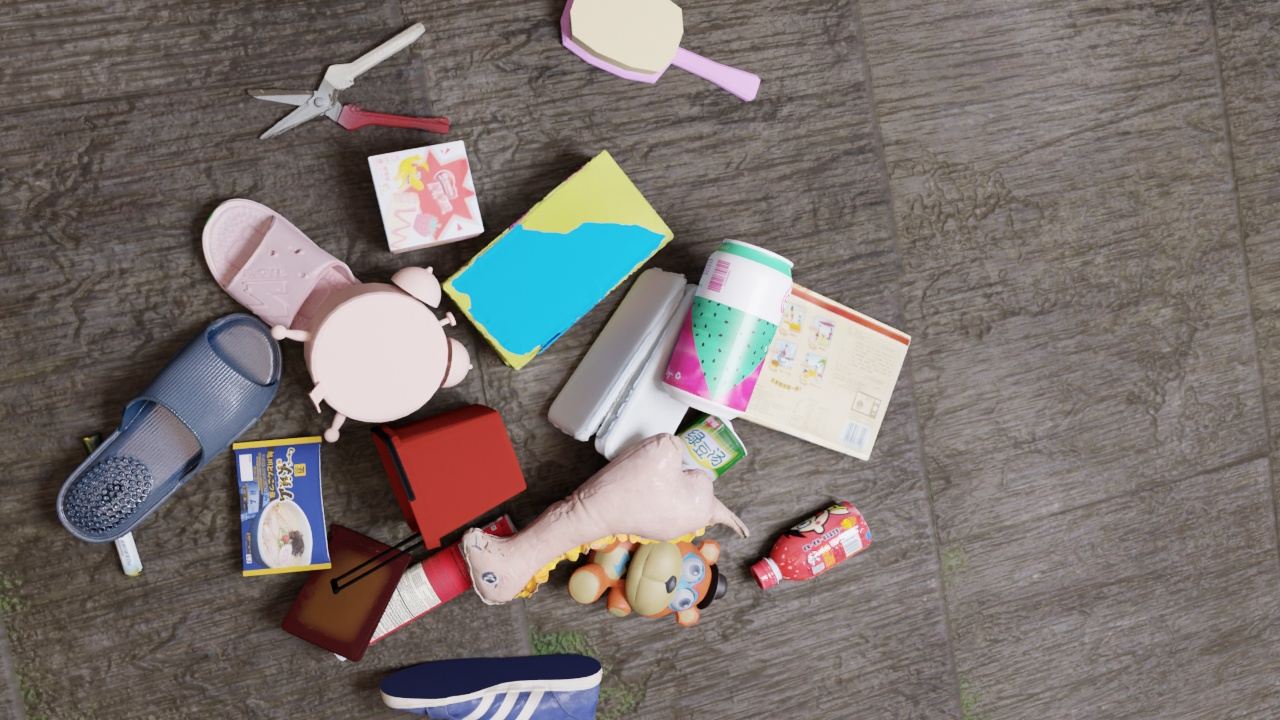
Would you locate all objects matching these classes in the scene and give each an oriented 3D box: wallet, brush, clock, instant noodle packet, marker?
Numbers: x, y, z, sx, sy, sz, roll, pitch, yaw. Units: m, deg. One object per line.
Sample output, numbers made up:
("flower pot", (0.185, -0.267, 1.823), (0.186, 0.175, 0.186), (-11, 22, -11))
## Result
("wallet", (-0.297, 0.233, 0.928), (0.091, 0.018, 0.115), (19, 65, 10))
("brush", (0.028, -0.336, 0.983), (0.228, 0.043, 0.089), (19, 89, -14))
("clock", (-0.251, -0.006, 0.889), (0.160, 0.086, 0.131), (-30, 118, -24))
("instant noodle packet", (-0.363, 0.147, 0.929), (0.087, 0.026, 0.134), (-5, 89, -4))
("marker", (-0.518, 0.143, 0.902), (0.017, 0.017, 0.146), (-15, 98, -12))

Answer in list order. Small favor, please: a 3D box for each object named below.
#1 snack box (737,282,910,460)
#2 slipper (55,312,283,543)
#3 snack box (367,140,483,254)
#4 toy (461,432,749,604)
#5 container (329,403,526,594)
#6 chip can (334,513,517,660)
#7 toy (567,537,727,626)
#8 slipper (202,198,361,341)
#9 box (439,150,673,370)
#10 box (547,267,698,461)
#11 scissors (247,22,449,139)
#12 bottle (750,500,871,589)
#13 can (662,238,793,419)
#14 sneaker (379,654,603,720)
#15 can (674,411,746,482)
("snack box", (0.188, 0.010, 1.017), (0.207, 0.055, 0.153), (20, 90, -29))
("slipper", (-0.444, 0.067, 0.875), (0.101, 0.083, 0.263), (43, 78, -17))
("snack box", (-0.214, -0.162, 0.919), (0.094, 0.079, 0.093), (-13, 97, -13))
("toy", (-0.041, 0.184, 0.928), (0.264, 0.065, 0.196), (-39, 108, 8))
("container", (-0.229, 0.124, 0.903), (0.200, 0.148, 0.127), (-23, 100, -20))
("chip can", (-0.224, 0.235, 0.961), (0.214, 0.052, 0.052), (-28, 100, -10))
("toy", (0.011, 0.228, 1.001), (0.176, 0.096, 0.112), (15, 91, -25))
("slipper", (-0.328, -0.064, 0.908), (0.239, 0.064, 0.094), (38, 85, -15))
("box", (-0.089, -0.102, 0.956), (0.221, 0.083, 0.124), (-43, 101, -4))
("box", (0.013, 0.014, 0.978), (0.105, 0.130, 0.211), (39, 83, -35))
("scissors", (-0.283, -0.273, 0.929), (0.196, 0.015, 0.179), (26, 89, -13))
("bottle", (0.192, 0.217, 1.052), (0.137, 0.062, 0.062), (-26, 99, -11))
("can", (0.088, -0.030, 0.912), (0.088, 0.088, 0.166), (20, 92, -14))
("sneaker", (-0.157, 0.388, 0.973), (0.232, 0.091, 0.118), (0, 96, -22))
("can", (0.052, 0.113, 1.009), (0.121, 0.067, 0.067), (-38, 101, -8))
